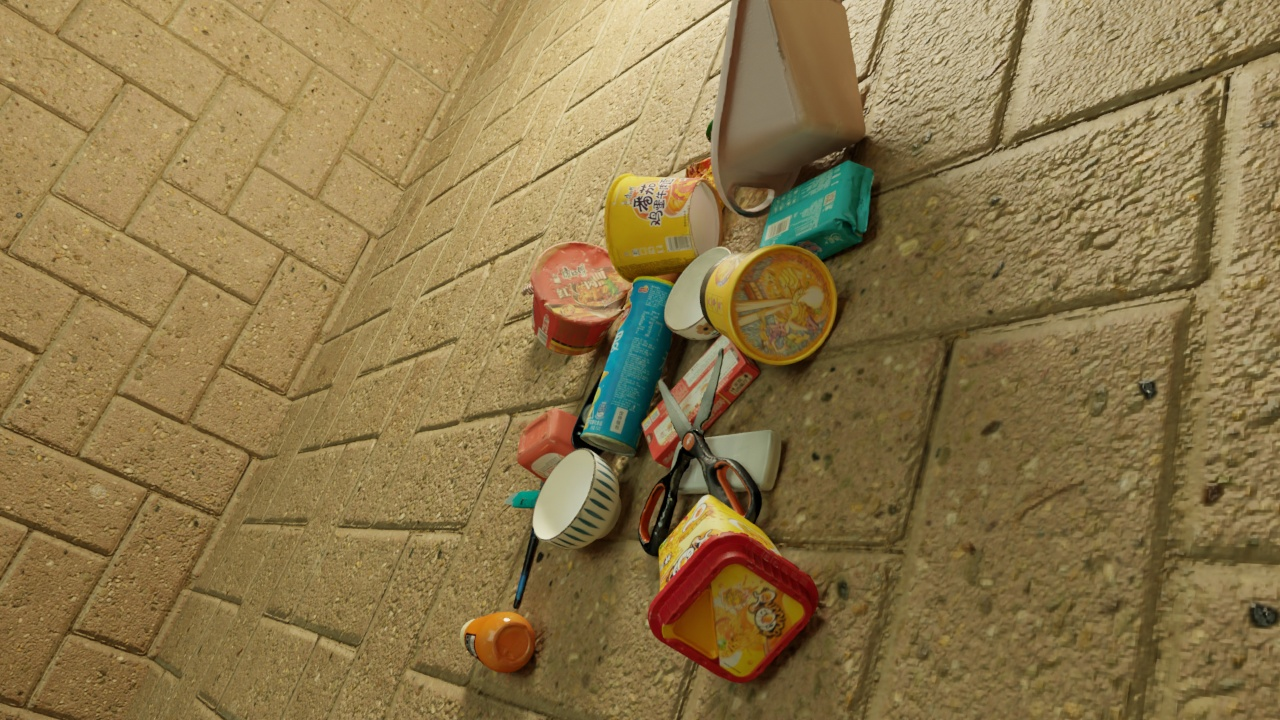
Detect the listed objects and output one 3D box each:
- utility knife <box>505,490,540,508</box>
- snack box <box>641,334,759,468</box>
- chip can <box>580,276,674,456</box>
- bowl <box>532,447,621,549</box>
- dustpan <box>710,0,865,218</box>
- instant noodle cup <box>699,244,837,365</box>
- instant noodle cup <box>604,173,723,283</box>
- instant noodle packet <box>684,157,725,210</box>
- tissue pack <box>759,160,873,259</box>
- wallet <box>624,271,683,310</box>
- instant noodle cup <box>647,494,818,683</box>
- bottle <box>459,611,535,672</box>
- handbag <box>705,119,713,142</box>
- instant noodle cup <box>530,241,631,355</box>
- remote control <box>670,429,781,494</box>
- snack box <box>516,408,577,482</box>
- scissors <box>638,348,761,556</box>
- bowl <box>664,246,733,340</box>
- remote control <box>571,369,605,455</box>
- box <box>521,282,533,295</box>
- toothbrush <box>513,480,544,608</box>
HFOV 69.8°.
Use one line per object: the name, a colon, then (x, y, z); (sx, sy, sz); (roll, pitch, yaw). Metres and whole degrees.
utility knife: (-0.120, 0.178, 1.168); (0.167, 0.013, 0.029); (-8, 52, 44)
snack box: (0.064, 0.044, 1.023); (0.153, 0.025, 0.075); (-49, 29, 16)
chip can: (-0.007, 0.006, 1.109); (0.071, 0.071, 0.210); (-5, 62, 57)
bowl: (-0.065, 0.166, 1.059); (0.117, 0.066, 0.116); (-40, 31, 30)
dustpan: (0.144, -0.310, 1.027); (0.139, 0.222, 0.273); (-14, 86, 39)
instant noodle cup: (0.124, -0.062, 0.949); (0.118, 0.118, 0.114); (-58, 19, -2)
instant noodle cup: (0.034, -0.168, 1.142); (0.110, 0.138, 0.137); (0, 57, 27)
instant noodle packet: (0.080, -0.219, 1.254); (0.111, 0.044, 0.128); (-9, 54, 58)
tissue pack: (0.192, -0.153, 0.994); (0.134, 0.050, 0.093); (-23, 41, 47)
wallet: (0.028, -0.096, 1.220); (0.108, 0.031, 0.131); (5, 65, 56)
instant noodle cup: (0.072, 0.186, 0.782); (0.116, 0.116, 0.123); (-51, 16, 12)
bottle: (-0.177, 0.329, 1.083); (0.150, 0.066, 0.066); (-21, 43, 59)
handbag: (0.142, -0.290, 1.171); (0.120, 0.068, 0.131); (-25, 39, 16)
instant noodle cup: (-0.092, -0.080, 1.273); (0.109, 0.138, 0.137); (116, 169, -56)
remote control: (0.084, 0.105, 0.928); (0.150, 0.021, 0.058); (-14, 58, 54)
snack box: (-0.105, 0.112, 1.166); (0.091, 0.080, 0.081); (-36, 35, 34)
scissors: (0.053, 0.102, 0.928); (0.221, 0.021, 0.234); (38, 110, 54)
bowl: (0.087, -0.068, 1.063); (0.114, 0.062, 0.113); (-39, 32, 29)
remote control: (-0.045, 0.062, 1.152); (0.024, 0.053, 0.136); (113, -177, -63)
box: (-0.124, -0.101, 1.467); (0.075, 0.082, 0.164); (-32, 14, -29)
toothbrush: (-0.138, 0.225, 1.172); (0.014, 0.016, 0.189); (-26, 41, 46)
